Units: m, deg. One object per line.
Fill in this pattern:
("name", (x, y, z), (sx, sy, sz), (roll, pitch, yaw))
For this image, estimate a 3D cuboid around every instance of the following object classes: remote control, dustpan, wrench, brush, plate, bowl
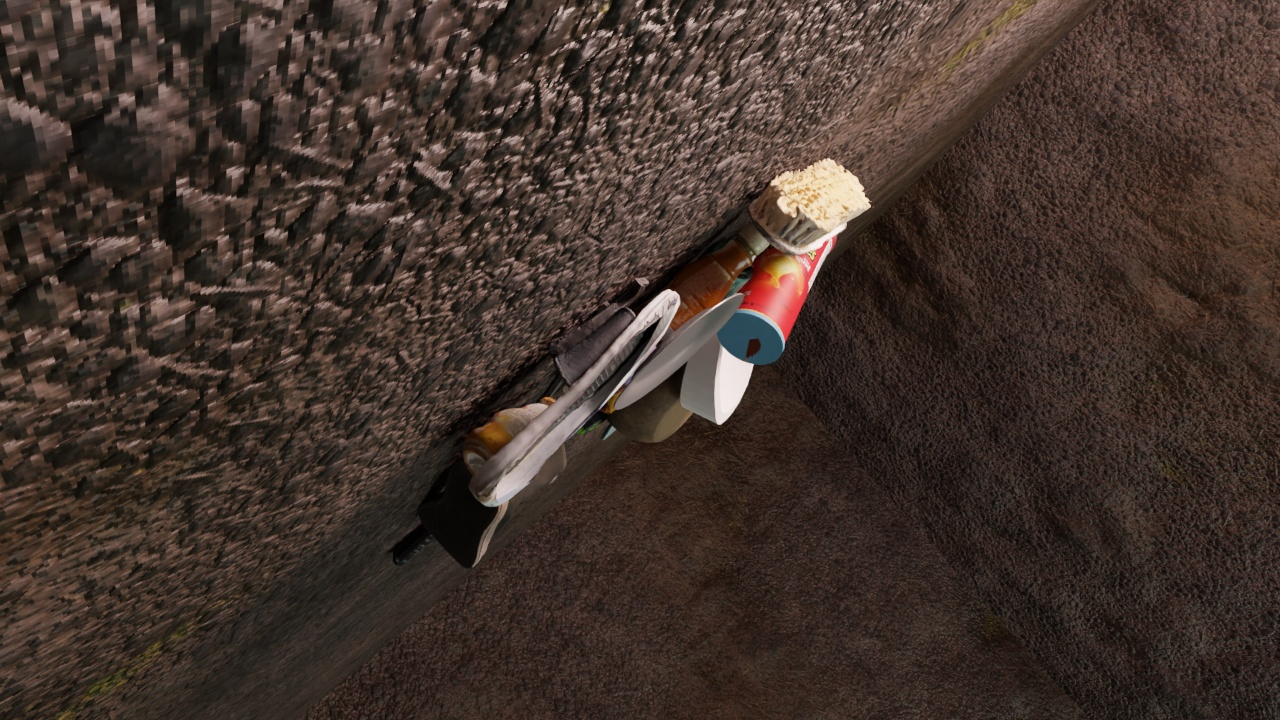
("remote control", (-0.260, 0.206, 1.185), (0.150, 0.022, 0.047), (-42, 174, -14))
("dustpan", (0.130, -0.042, 1.206), (0.191, 0.053, 0.258), (-30, 143, -62))
("wrench", (-0.061, -0.006, 0.957), (0.069, 0.010, 0.274), (-37, 173, -36))
("brush", (0.193, -0.172, 1.026), (0.057, 0.083, 0.270), (-45, 173, 30))
("plate", (0.037, -0.012, 0.958), (0.178, 0.012, 0.178), (-40, 171, -8))
("bowl", (0.032, 0.051, 1.314), (0.162, 0.070, 0.162), (-42, 160, -20))

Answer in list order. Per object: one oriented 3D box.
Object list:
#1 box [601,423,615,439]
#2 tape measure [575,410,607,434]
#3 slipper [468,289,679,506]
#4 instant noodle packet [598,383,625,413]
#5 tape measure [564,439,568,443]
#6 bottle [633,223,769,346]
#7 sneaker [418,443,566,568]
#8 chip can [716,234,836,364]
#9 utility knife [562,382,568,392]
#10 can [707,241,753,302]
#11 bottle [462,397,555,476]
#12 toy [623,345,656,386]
("box", (0.031, 0.018, 1.409), (0.226, 0.039, 0.182), (-38, 160, -32))
("tape measure", (-0.078, 0.087, 1.419), (0.059, 0.036, 0.065), (-33, 174, 5))
("slipper", (-0.065, 0.020, 0.837), (0.263, 0.063, 0.111), (-49, 168, -8))
("instant noodle packet", (-0.007, 0.007, 1.179), (0.135, 0.039, 0.099), (-37, 153, -27))
("tape measure", (-0.130, 0.109, 1.206), (0.072, 0.042, 0.071), (-37, 173, -1))
("bottle", (0.068, -0.082, 0.991), (0.167, 0.059, 0.059), (-42, 174, 2))
("sneaker", (-0.169, 0.149, 1.035), (0.119, 0.095, 0.235), (-37, 165, -41))
("chip can", (0.168, -0.097, 1.115), (0.212, 0.087, 0.087), (-59, -174, -37))
("utility knife", (-0.065, 0.023, 1.025), (0.022, 0.015, 0.141), (-39, 177, 6))
("can", (0.082, -0.088, 1.065), (0.054, 0.055, 0.102), (-35, 171, -48))
("bottle", (-0.122, 0.076, 0.907), (0.108, 0.063, 0.063), (-37, 173, -39))
("toy", (-0.018, -0.003, 1.047), (0.080, 0.036, 0.100), (-46, 149, -3))
